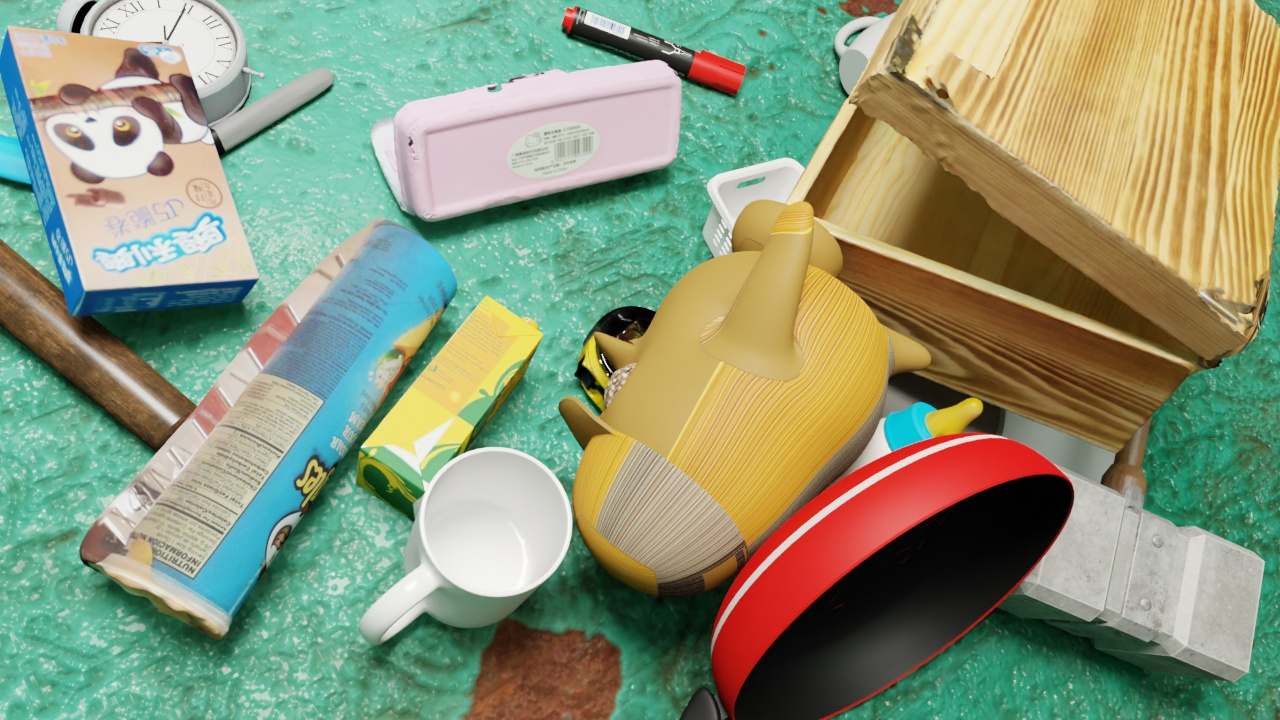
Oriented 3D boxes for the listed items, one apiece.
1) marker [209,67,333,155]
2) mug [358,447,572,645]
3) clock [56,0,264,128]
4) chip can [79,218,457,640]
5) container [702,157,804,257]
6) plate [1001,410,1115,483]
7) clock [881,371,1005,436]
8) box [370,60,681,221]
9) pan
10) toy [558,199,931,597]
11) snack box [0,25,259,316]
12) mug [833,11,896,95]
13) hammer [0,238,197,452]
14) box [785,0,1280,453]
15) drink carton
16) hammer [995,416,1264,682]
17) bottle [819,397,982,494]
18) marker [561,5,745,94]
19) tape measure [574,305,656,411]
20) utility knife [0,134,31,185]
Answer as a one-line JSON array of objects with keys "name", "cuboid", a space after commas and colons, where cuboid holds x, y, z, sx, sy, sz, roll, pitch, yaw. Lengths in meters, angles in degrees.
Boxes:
[{"name": "marker", "cuboid": [-0.248, -0.149, 0.582, 0.138, 0.016, 0.022, -45, 117, -31]}, {"name": "mug", "cuboid": [-0.095, 0.104, 0.469, 0.110, 0.091, 0.074, -36, 81, -30]}, {"name": "clock", "cuboid": [-0.302, -0.197, 0.572, 0.122, 0.035, 0.094, 44, 59, 3]}, {"name": "chip can", "cuboid": [-0.186, 0.026, 0.486, 0.080, 0.080, 0.228, 30, 59, -4]}, {"name": "container", "cuboid": [0.098, -0.071, 0.643, 0.080, 0.050, 0.129, -19, 73, -26]}, {"name": "plate", "cuboid": [0.279, 0.066, 0.652, 0.134, 0.011, 0.134, 3, 78, -14]}, {"name": "clock", "cuboid": [0.186, 0.021, 0.612, 0.122, 0.045, 0.159, 44, 77, 5]}, {"name": "box", "cuboid": [-0.077, -0.157, 0.625, 0.201, 0.088, 0.095, -19, 39, -26]}, {"name": "pan", "cuboid": [0.068, 0.160, 0.473, 0.356, 0.209, 0.067, -32, 53, -4]}, {"name": "toy", "cuboid": [0.038, 0.031, 0.495, 0.162, 0.199, 0.202, 29, 65, 21]}, {"name": "snack box", "cuboid": [-0.271, -0.101, 0.488, 0.087, 0.034, 0.151, -11, 74, -46]}, {"name": "mug", "cuboid": [0.203, -0.260, 0.769, 0.089, 0.071, 0.107, -26, 48, -19]}, {"name": "hammer", "cuboid": [-0.333, -0.084, 0.495, 0.300, 0.037, 0.217, 40, 68, -1]}, {"name": "box", "cuboid": [0.252, -0.135, 0.540, 0.257, 0.216, 0.278, 24, 57, 12]}, {"name": "drink carton", "cuboid": [-0.106, 0.024, 0.522, 0.041, 0.058, 0.122, 35, 59, -1]}, {"name": "hammer", "cuboid": [0.338, 0.032, 0.622, 0.162, 0.083, 0.317, 23, 73, -8]}, {"name": "bottle", "cuboid": [0.141, 0.063, 0.537, 0.051, 0.147, 0.051, 25, 42, -25]}, {"name": "marker", "cuboid": [0.010, -0.241, 0.710, 0.145, 0.023, 0.021, 17, 24, -11]}, {"name": "tape measure", "cuboid": [-0.003, 0.003, 0.578, 0.072, 0.042, 0.071, 45, 63, 5]}, {"name": "utility knife", "cuboid": [-0.382, -0.122, 0.521, 0.173, 0.015, 0.031, 16, 59, -11]}]
